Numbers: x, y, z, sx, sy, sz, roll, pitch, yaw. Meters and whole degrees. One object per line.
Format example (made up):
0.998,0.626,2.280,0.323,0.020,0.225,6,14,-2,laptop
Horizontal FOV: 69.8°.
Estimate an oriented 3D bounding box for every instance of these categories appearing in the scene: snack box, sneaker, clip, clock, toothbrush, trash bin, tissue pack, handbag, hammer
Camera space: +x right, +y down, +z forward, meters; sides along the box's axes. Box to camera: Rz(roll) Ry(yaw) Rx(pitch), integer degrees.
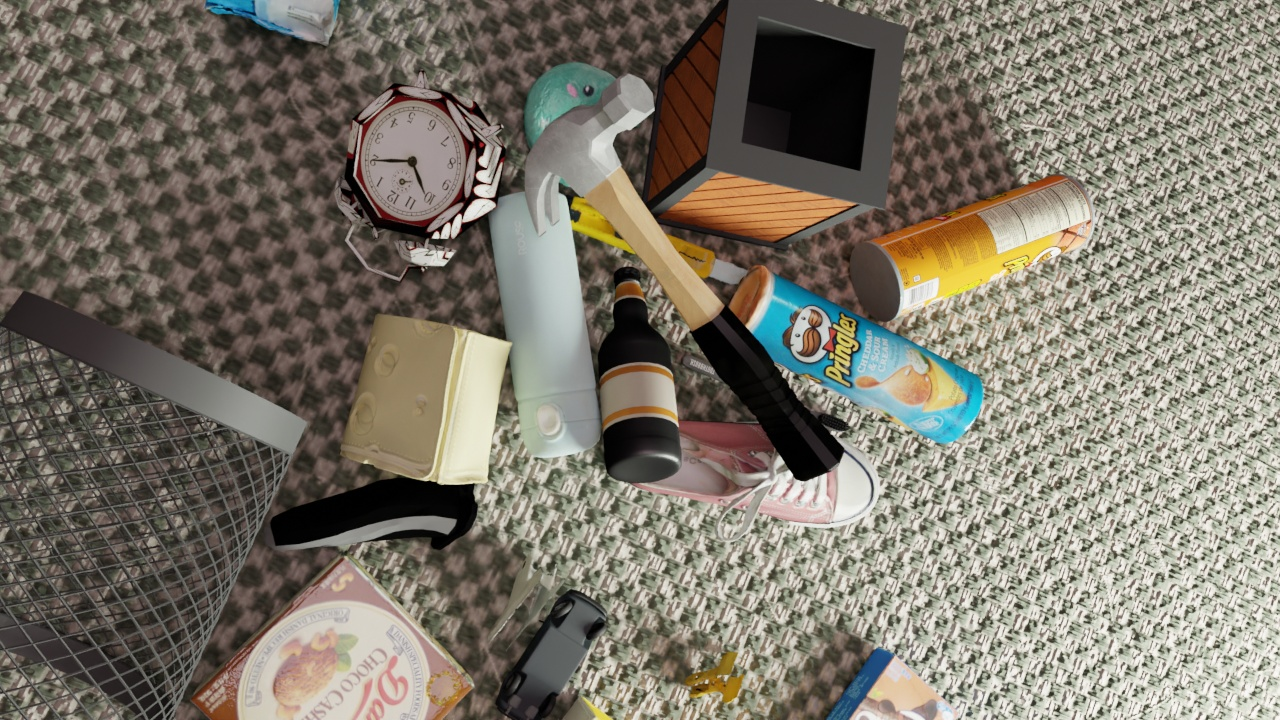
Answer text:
-0.227,0.246,0.691,0.143,0.041,0.147,-44,98,-14,snack box
0.010,0.388,0.737,0.230,0.062,0.110,41,77,-10,snack box
0.099,0.092,0.765,0.241,0.088,0.118,9,85,-14,sneaker
-0.080,0.186,0.729,0.050,0.102,0.058,36,36,-3,clip
-0.171,-0.134,0.709,0.114,0.065,0.155,36,105,9,clock
0.112,0.030,0.813,0.167,0.013,0.012,23,81,-11,toothbrush
0.098,-0.184,0.737,0.139,0.172,0.139,10,84,-15,trash bin
-0.269,-0.320,0.702,0.092,0.062,0.144,13,86,-16,tissue pack
-0.354,0.101,0.580,0.217,0.218,0.227,27,76,-12,trash bin
0.202,0.341,0.807,0.087,0.034,0.151,42,77,-9,snack box
-0.164,0.031,0.695,0.111,0.081,0.119,10,88,22,handbag
0.065,0.272,0.771,0.045,0.054,0.049,37,101,7,clip
0.040,-0.043,0.679,0.328,0.131,0.039,51,39,-11,hammer

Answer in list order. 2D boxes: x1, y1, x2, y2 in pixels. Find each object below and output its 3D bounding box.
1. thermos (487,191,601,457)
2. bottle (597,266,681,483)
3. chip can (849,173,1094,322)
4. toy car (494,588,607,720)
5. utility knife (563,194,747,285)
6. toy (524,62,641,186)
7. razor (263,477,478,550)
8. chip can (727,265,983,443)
-0.076,-0.027,0.732,0.065,0.078,0.206,-9,87,6,thermos
-0.004,0.004,0.737,0.059,0.059,0.181,3,60,-15,bottle
0.304,-0.105,0.840,0.214,0.075,0.075,-20,92,-15,chip can
-0.072,0.239,0.737,0.046,0.034,0.112,36,79,-10,toy car
0.012,-0.102,0.793,0.179,0.017,0.030,19,92,-16,utility knife
-0.053,-0.207,0.772,0.105,0.033,0.085,-43,109,-15,toy
-0.205,0.120,0.701,0.156,0.057,0.060,1,118,-16,razor
0.184,-0.003,0.800,0.229,0.080,0.079,25,80,-14,chip can
